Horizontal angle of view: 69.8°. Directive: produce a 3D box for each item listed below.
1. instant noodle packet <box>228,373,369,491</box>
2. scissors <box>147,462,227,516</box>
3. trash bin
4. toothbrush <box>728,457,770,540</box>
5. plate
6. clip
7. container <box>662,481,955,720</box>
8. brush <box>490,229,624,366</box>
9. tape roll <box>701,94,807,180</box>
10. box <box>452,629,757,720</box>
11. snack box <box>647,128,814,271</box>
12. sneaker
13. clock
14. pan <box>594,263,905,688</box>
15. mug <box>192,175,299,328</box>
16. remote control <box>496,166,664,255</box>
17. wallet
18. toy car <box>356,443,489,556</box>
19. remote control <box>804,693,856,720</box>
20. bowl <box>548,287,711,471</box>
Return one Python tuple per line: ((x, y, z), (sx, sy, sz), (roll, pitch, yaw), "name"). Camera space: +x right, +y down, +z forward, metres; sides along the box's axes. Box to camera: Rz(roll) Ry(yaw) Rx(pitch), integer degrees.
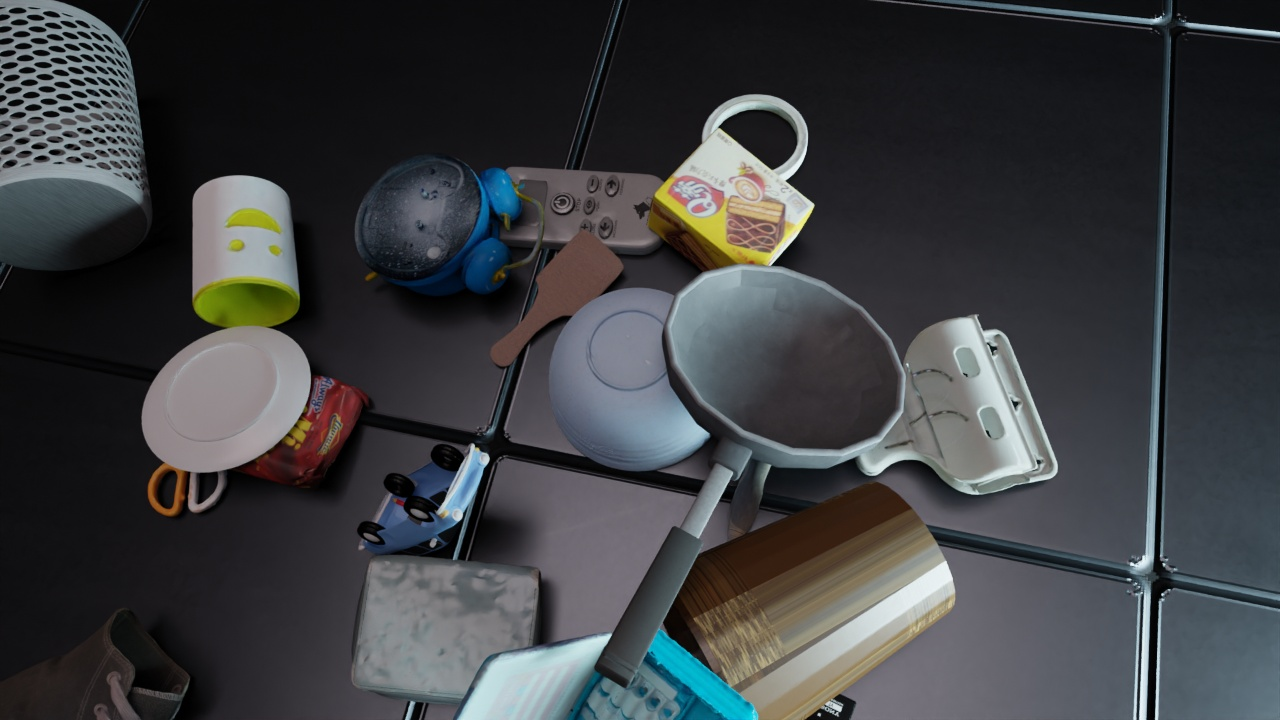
((-0.299, 0.048, 0.742), (0.135, 0.040, 0.098), (13, 56, 12), "instant noodle packet")
((-0.368, 0.066, 0.760), (0.065, 0.013, 0.128), (-3, 66, 1), "scissors")
((-0.520, -0.191, 0.803), (0.156, 0.156, 0.183), (-20, 70, -3), "trash bin")
((0.081, 0.103, 0.696), (0.024, 0.022, 0.185), (2, 66, 45), "toothbrush")
((-0.330, 0.025, 0.727), (0.134, 0.011, 0.134), (-2, 58, 4), "plate")
((0.226, 0.035, 0.677), (0.151, 0.105, 0.126), (-8, 65, -9), "clip")
((0.109, 0.163, 0.614), (0.167, 0.132, 0.132), (-26, 68, -12), "container")
((-0.075, -0.047, 0.772), (0.050, 0.015, 0.135), (43, 85, -1), "brush")
((0.101, -0.195, 0.814), (0.093, 0.013, 0.093), (-2, 69, 5), "tape roll")
((-0.053, 0.254, 0.555), (0.171, 0.084, 0.228), (22, 114, -12), "box")
((0.071, -0.120, 0.752), (0.106, 0.061, 0.083), (40, 77, 7), "snack box")
((-0.360, 0.293, 0.631), (0.119, 0.095, 0.234), (-36, 62, -9), "sneaker")
((-0.159, -0.109, 0.771), (0.161, 0.060, 0.116), (4, 71, 16), "clock")
((0.060, 0.060, 0.601), (0.178, 0.041, 0.356), (28, 48, 8), "pan")
((-0.337, -0.091, 0.781), (0.082, 0.083, 0.106), (-14, 67, 0), "mug")
((-0.051, -0.132, 0.802), (0.151, 0.019, 0.074), (5, 69, 8), "remote control")
((-0.137, 0.195, 0.665), (0.132, 0.054, 0.100), (5, 78, 6), "wallet")
((-0.154, 0.106, 0.662), (0.055, 0.154, 0.056), (37, 52, -21), "toy car")
((0.107, 0.292, 0.623), (0.030, 0.009, 0.139), (22, 72, 14), "remote control")
((-0.004, 0.004, 0.713), (0.150, 0.075, 0.150), (-2, 69, 5), "bowl")
